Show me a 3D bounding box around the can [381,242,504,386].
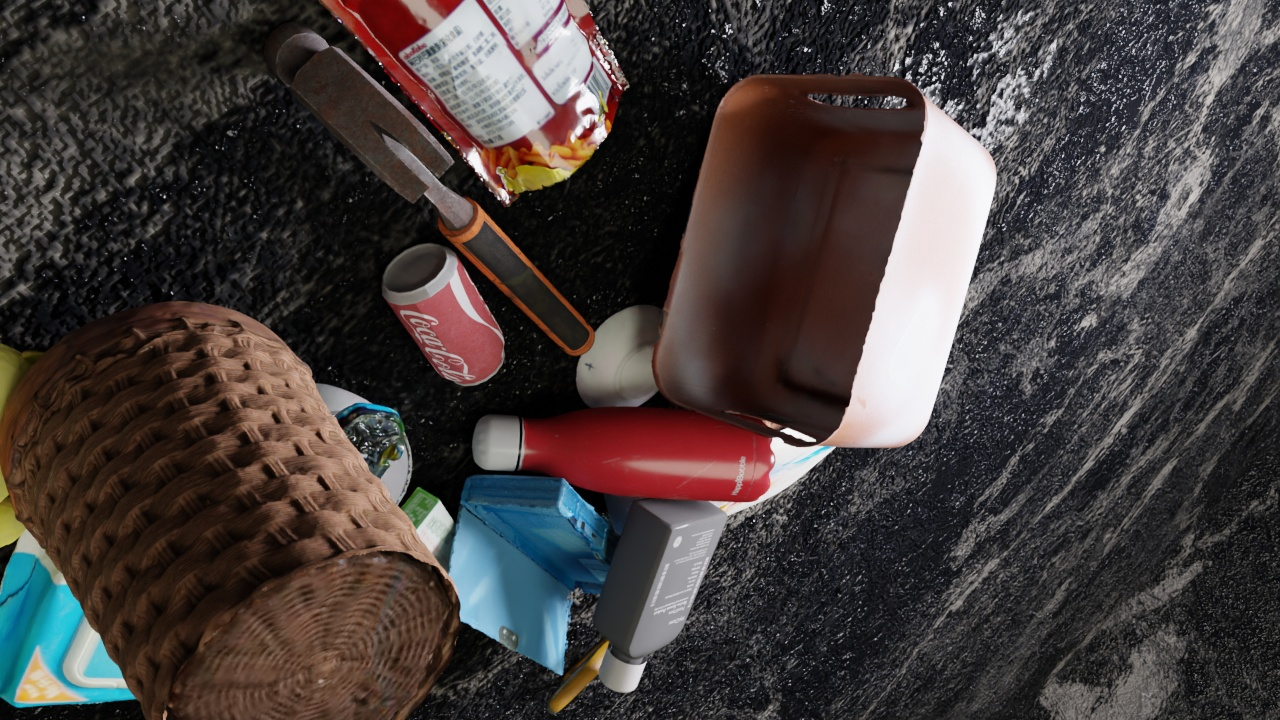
[{"bbox_3d":[-0.130,-0.029,0.620,0.054,0.054,0.097,-39,138,-14],"label":"can"}]

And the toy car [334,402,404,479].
[{"bbox_3d":[-0.184,0.068,0.557,0.048,0.032,0.105,14,114,-47],"label":"toy car"}]

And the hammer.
[{"bbox_3d":[-0.097,-0.073,0.582,0.035,0.138,0.314,-46,147,-3],"label":"hammer"}]

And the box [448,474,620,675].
[{"bbox_3d":[-0.068,0.190,0.763,0.231,0.094,0.112,59,36,-54],"label":"box"}]

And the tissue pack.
[{"bbox_3d":[-0.307,0.160,0.594,0.209,0.066,0.117,19,104,-46],"label":"tissue pack"}]

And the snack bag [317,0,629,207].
[{"bbox_3d":[-0.091,-0.197,0.528,0.138,0.067,0.208,-49,137,-10],"label":"snack bag"}]

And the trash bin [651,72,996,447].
[{"bbox_3d":[0.146,-0.071,0.712,0.157,0.182,0.260,8,97,-47],"label":"trash bin"}]

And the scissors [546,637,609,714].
[{"bbox_3d":[-0.028,0.273,0.884,0.226,0.016,0.228,-48,171,25],"label":"scissors"}]

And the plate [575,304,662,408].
[{"bbox_3d":[-0.005,0.005,0.779,0.104,0.026,0.104,-24,133,-28],"label":"plate"}]

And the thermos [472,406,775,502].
[{"bbox_3d":[-0.014,0.072,0.735,0.239,0.073,0.073,5,118,-15],"label":"thermos"}]

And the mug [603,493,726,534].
[{"bbox_3d":[0.022,0.114,0.827,0.114,0.080,0.088,-9,128,10],"label":"mug"}]

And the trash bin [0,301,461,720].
[{"bbox_3d":[-0.189,0.082,0.425,0.151,0.210,0.151,-25,133,-30],"label":"trash bin"}]

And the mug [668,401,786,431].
[{"bbox_3d":[0.093,0.028,0.850,0.107,0.080,0.116,-13,112,-37],"label":"mug"}]

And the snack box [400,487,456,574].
[{"bbox_3d":[-0.194,0.192,0.689,0.167,0.027,0.132,-53,157,-23],"label":"snack box"}]

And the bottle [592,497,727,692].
[{"bbox_3d":[0.007,0.199,0.776,0.083,0.046,0.174,0,114,-52],"label":"bottle"}]

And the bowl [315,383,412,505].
[{"bbox_3d":[-0.216,0.065,0.603,0.116,0.066,0.116,-23,132,-28],"label":"bowl"}]

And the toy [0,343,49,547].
[{"bbox_3d":[-0.378,0.073,0.449,0.214,0.084,0.148,-62,159,12],"label":"toy"}]

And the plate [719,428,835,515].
[{"bbox_3d":[0.129,0.113,0.921,0.186,0.016,0.187,-14,153,-38],"label":"plate"}]
